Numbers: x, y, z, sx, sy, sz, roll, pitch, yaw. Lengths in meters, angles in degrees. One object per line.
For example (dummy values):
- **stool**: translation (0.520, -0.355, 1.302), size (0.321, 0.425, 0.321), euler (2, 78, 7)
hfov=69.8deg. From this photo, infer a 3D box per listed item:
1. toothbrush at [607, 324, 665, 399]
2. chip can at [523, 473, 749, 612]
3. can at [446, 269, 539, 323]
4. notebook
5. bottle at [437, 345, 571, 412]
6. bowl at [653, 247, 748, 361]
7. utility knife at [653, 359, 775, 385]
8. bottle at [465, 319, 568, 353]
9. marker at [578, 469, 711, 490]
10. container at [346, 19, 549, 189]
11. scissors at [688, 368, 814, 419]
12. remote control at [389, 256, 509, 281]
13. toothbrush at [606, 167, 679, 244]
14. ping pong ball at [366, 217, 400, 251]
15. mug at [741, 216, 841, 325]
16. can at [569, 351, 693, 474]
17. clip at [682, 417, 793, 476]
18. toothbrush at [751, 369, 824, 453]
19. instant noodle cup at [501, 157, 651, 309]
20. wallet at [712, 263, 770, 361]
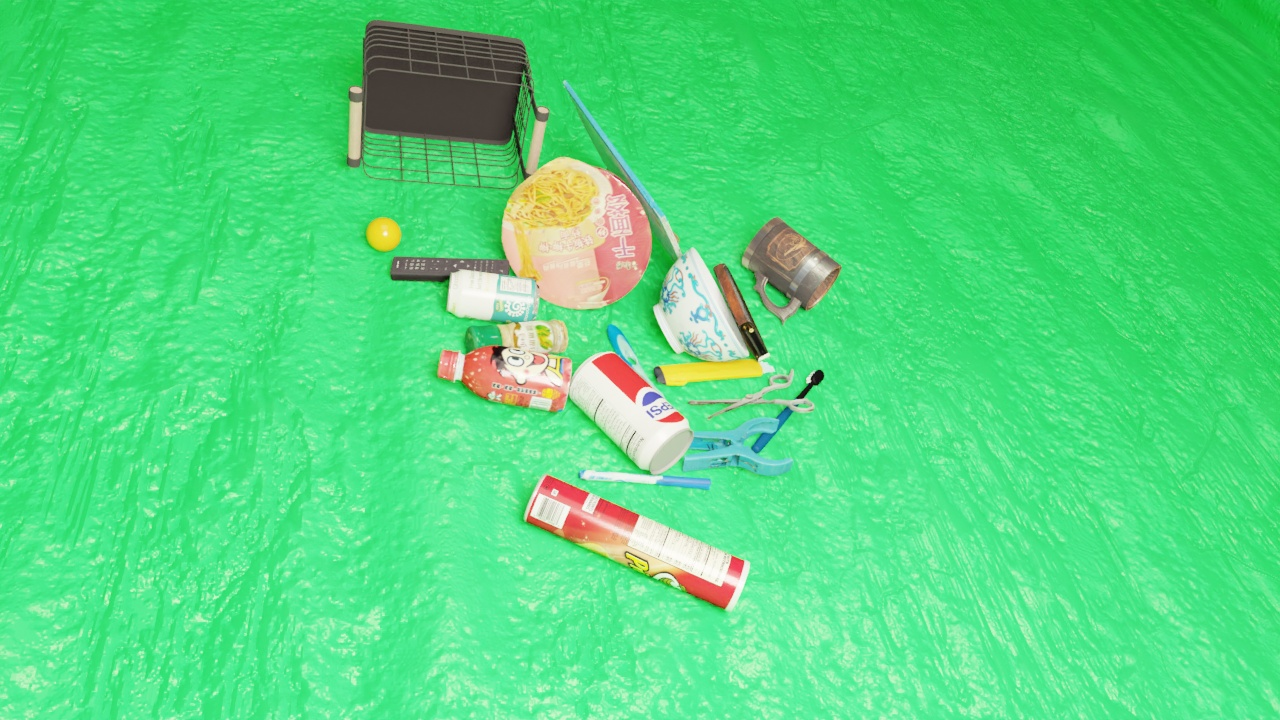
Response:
- **toothbrush**: translation (-0.006, 0.006, 1.067), size (0.022, 0.017, 0.135), euler (-13, 51, -28)
- **chip can**: translation (-0.005, 0.174, 0.880), size (0.215, 0.052, 0.051), euler (23, 45, 4)
- **can**: translation (-0.170, -0.072, 1.055), size (0.101, 0.055, 0.054), euler (6, 46, -14)
- **notebook**: translation (-0.013, -0.223, 1.173), size (0.009, 0.181, 0.253), euler (-33, 64, 1)
- **bottle**: translation (-0.145, 0.015, 0.976), size (0.137, 0.062, 0.061), euler (10, 45, -11)
- **bowl**: translation (0.063, -0.053, 1.088), size (0.074, 0.144, 0.143), euler (-27, 51, 10)
- **utility knife**: translation (0.090, 0.013, 1.091), size (0.164, 0.017, 0.030), euler (-6, 55, -23)
- **bottle**: translation (-0.138, -0.022, 1.029), size (0.111, 0.043, 0.043), euler (-6, 50, -25)
- **marker**: translation (0.005, 0.124, 0.959), size (0.141, 0.013, 0.013), euler (6, 46, -13)
- **container**: translation (-0.252, -0.323, 1.188), size (0.241, 0.163, 0.130), euler (1, 48, -18)
- **scissors**: translation (0.134, 0.040, 1.073), size (0.142, 0.014, 0.161), euler (6, 24, 15)
- **remote control**: translation (-0.223, -0.106, 1.080), size (0.136, 0.015, 0.032), euler (1, 47, -4)
- **toothbrush**: translation (0.000, -0.215, 1.279), size (0.016, 0.016, 0.167), euler (-24, 60, -33)
- **ping pong ball**: translation (-0.306, -0.150, 1.092), size (0.040, 0.040, 0.040), euler (10, 45, -10)
- **mug**: translation (0.189, -0.115, 1.216), size (0.107, 0.080, 0.115), euler (40, 76, 17)
- **can**: translation (-0.011, 0.054, 0.974), size (0.070, 0.070, 0.132), euler (-27, 57, -36)
- **clip**: translation (0.112, 0.109, 0.989), size (0.129, 0.031, 0.121), euler (-20, 54, -25)
- **toothbrush**: translation (0.174, 0.058, 1.077), size (0.167, 0.014, 0.014), euler (-42, 104, -39)
- **instant noodle cup**: translation (-0.070, -0.158, 1.103), size (0.178, 0.179, 0.077), euler (19, 28, -1)
- **wallet**: translation (0.123, -0.061, 1.133), size (0.019, 0.072, 0.123), euler (-26, 43, 9)
